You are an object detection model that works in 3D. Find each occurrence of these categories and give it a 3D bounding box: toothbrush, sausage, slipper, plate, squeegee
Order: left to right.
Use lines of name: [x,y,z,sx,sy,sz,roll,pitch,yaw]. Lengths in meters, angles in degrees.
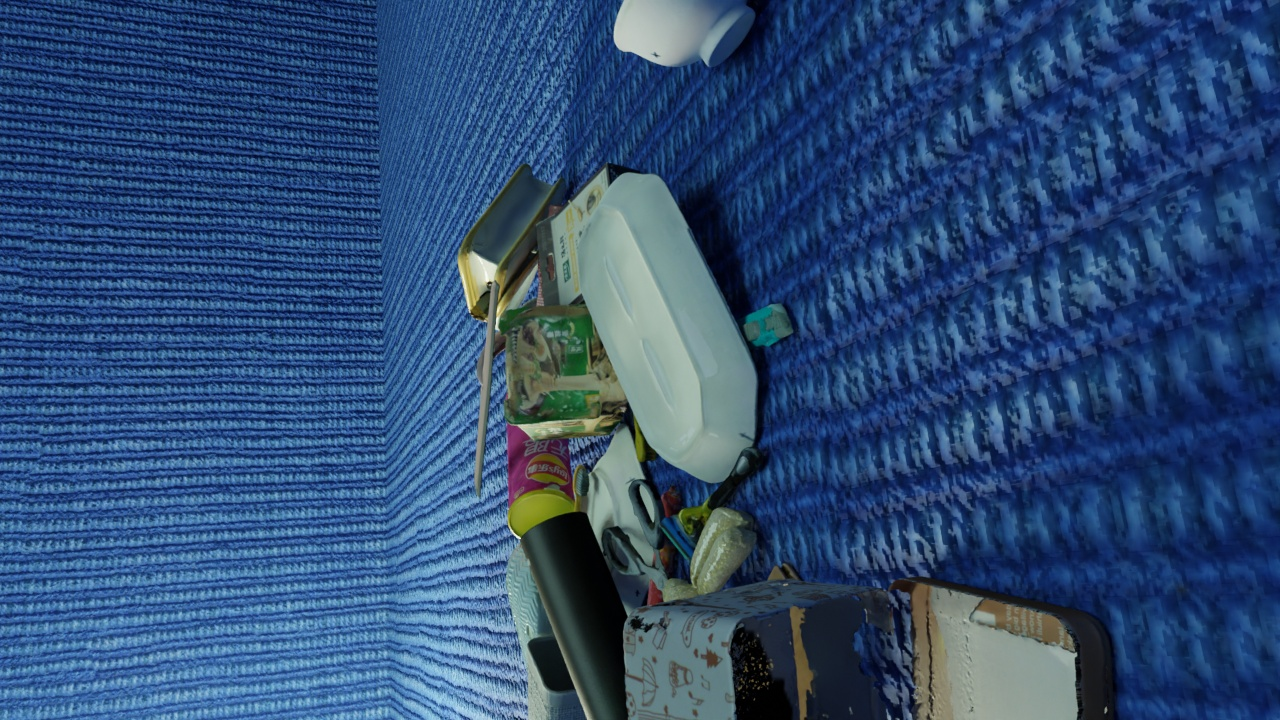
squeegee: [-0.146,-0.019,1.011,0.249,0.040,0.248,-70,-10,-62]
slipper: [-0.090,0.308,1.001,0.104,0.074,0.246,-134,33,-59]
toothbrush: [-0.063,0.195,0.913,0.018,0.016,0.191,29,119,58]
plate: [-0.028,0.161,0.893,0.164,0.034,0.164,-112,31,-44]
toothbrush: [-0.005,0.005,0.868,0.016,0.016,0.190,129,138,-58]
plate: [0.009,-0.026,0.734,0.265,0.034,0.162,67,149,21]
sausage: [0.019,0.180,0.798,0.020,0.020,0.156,-143,56,-63]

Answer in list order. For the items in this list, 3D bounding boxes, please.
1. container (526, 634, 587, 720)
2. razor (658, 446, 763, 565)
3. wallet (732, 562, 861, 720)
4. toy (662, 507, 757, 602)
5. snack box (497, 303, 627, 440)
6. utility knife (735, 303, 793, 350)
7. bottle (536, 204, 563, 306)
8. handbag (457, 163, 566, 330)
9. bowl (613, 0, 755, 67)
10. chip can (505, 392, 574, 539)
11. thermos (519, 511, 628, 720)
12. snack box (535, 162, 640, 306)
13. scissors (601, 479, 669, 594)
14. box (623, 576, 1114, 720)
container: [-0.063,0.343,0.907,0.090,0.090,0.114,-139,50,-63]
razor: [0.059,0.105,0.700,0.042,0.022,0.143,47,137,16]
wallet: [0.098,0.209,0.608,0.101,0.020,0.115,-125,43,-52]
toy: [0.049,0.184,0.678,0.105,0.066,0.157,-127,49,-66]
snack box: [-0.073,0.023,0.881,0.106,0.117,0.118,96,170,-64]
utility knife: [0.070,-0.014,0.686,0.157,0.013,0.029,152,116,-65]
bottle: [-0.086,-0.082,1.009,0.057,0.057,0.175,-152,65,-65]
handbag: [-0.140,-0.115,1.065,0.179,0.063,0.163,98,-161,-56]
bowl: [0.044,-0.255,0.669,0.065,0.118,0.119,45,145,6]
chip can: [-0.112,0.102,1.004,0.210,0.071,0.072,-104,25,-55]
thermos: [-0.033,0.250,0.798,0.090,0.068,0.242,94,153,-61]
snack box: [-0.045,-0.109,0.887,0.126,0.053,0.113,-35,56,49]
scissors: [0.015,0.181,0.772,0.160,0.014,0.175,-6,86,55]
box: [0.114,0.202,0.426,0.193,0.156,0.183,-11,82,50]
